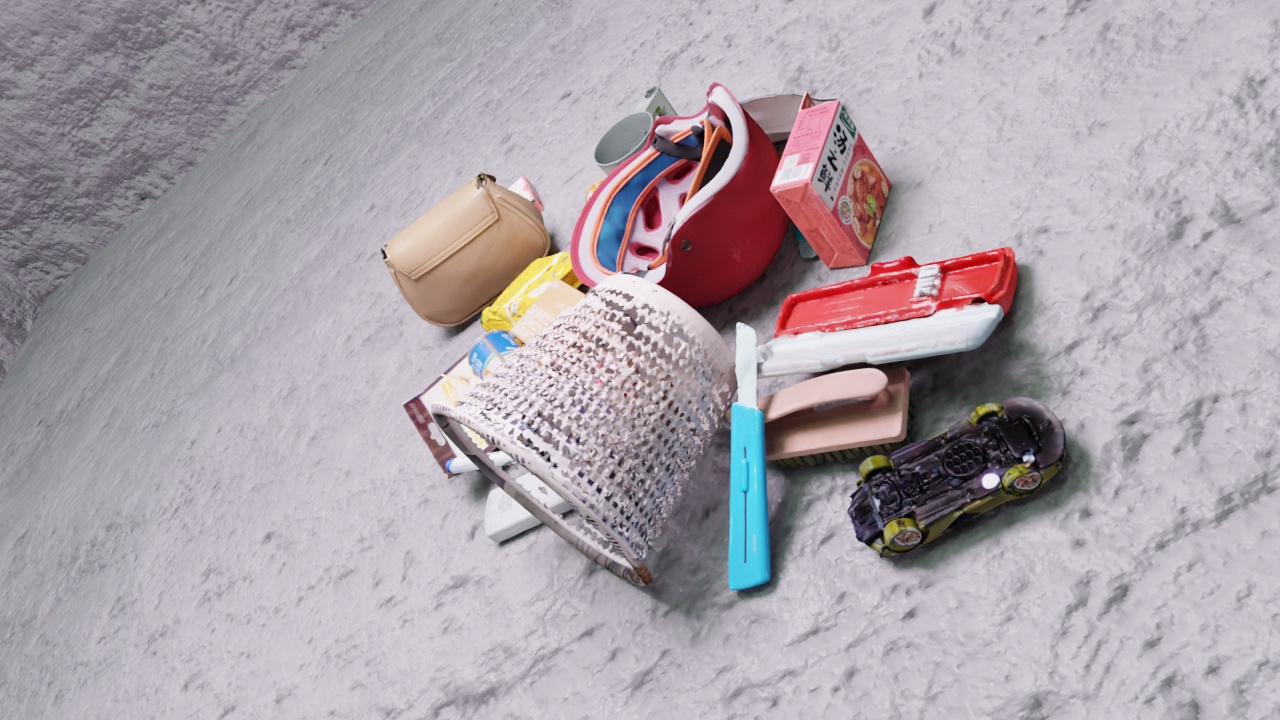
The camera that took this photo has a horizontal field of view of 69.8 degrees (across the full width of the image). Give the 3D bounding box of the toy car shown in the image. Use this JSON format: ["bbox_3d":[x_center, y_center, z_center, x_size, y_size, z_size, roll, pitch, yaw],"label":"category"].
[{"bbox_3d":[0.217,0.082,0.635,0.158,0.042,0.070,-31,39,21],"label":"toy car"}]

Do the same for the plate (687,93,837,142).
[{"bbox_3d":[0.118,-0.253,0.990,0.164,0.163,0.034,-4,97,36],"label":"plate"}]

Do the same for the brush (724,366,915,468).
[{"bbox_3d":[0.139,0.044,0.721,0.146,0.073,0.063,-14,48,37],"label":"brush"}]

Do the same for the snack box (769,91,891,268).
[{"bbox_3d":[0.181,-0.169,0.845,0.044,0.113,0.126,-5,53,43],"label":"snack box"}]

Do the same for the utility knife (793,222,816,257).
[{"bbox_3d":[0.166,-0.164,0.937,0.029,0.013,0.177,-26,41,27],"label":"utility knife"}]

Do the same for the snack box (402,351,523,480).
[{"bbox_3d":[-0.174,0.053,0.994,0.126,0.053,0.113,-41,64,6],"label":"snack box"}]

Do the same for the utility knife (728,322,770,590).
[{"bbox_3d":[0.083,0.073,0.712,0.034,0.018,0.208,-5,83,37],"label":"utility knife"}]

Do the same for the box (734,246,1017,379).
[{"bbox_3d":[0.189,-0.031,0.734,0.201,0.050,0.160,-10,25,37],"label":"box"}]

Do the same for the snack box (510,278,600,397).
[{"bbox_3d":[-0.064,-0.019,0.954,0.077,0.094,0.093,-50,37,-5],"label":"snack box"}]

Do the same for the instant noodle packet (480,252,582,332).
[{"bbox_3d":[-0.121,-0.080,1.090,0.111,0.044,0.128,-3,37,49],"label":"instant noodle packet"}]

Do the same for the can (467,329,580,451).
[{"bbox_3d":[-0.118,0.030,0.924,0.053,0.053,0.134,-45,61,1],"label":"can"}]

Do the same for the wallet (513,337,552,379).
[{"bbox_3d":[-0.163,0.022,1.068,0.131,0.035,0.119,-34,41,10],"label":"wallet"}]

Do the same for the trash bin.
[{"bbox_3d":[-0.028,0.043,0.768,0.228,0.227,0.191,18,63,50],"label":"trash bin"}]

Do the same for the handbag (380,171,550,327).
[{"bbox_3d":[-0.223,-0.145,1.180,0.205,0.148,0.099,-34,40,8],"label":"handbag"}]

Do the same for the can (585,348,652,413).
[{"bbox_3d":[-0.005,0.005,0.899,0.093,0.066,0.066,-49,37,-5],"label":"can"}]

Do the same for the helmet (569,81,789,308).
[{"bbox_3d":[0.051,-0.137,0.920,0.241,0.144,0.206,-22,47,48],"label":"helmet"}]

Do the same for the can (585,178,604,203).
[{"bbox_3d":[-0.034,-0.152,1.080,0.058,0.058,0.145,-29,40,21],"label":"can"}]

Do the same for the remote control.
[{"bbox_3d":[-0.091,0.130,0.903,0.150,0.021,0.058,-27,41,23],"label":"remote control"}]

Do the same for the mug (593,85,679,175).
[{"bbox_3d":[0.017,-0.240,1.076,0.084,0.103,0.123,8,61,47],"label":"mug"}]

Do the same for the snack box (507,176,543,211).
[{"bbox_3d":[-0.211,-0.192,1.313,0.156,0.027,0.077,-38,38,10],"label":"snack box"}]

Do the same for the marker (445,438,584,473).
[{"bbox_3d":[-0.128,0.098,0.933,0.146,0.017,0.016,-10,46,11],"label":"marker"}]
